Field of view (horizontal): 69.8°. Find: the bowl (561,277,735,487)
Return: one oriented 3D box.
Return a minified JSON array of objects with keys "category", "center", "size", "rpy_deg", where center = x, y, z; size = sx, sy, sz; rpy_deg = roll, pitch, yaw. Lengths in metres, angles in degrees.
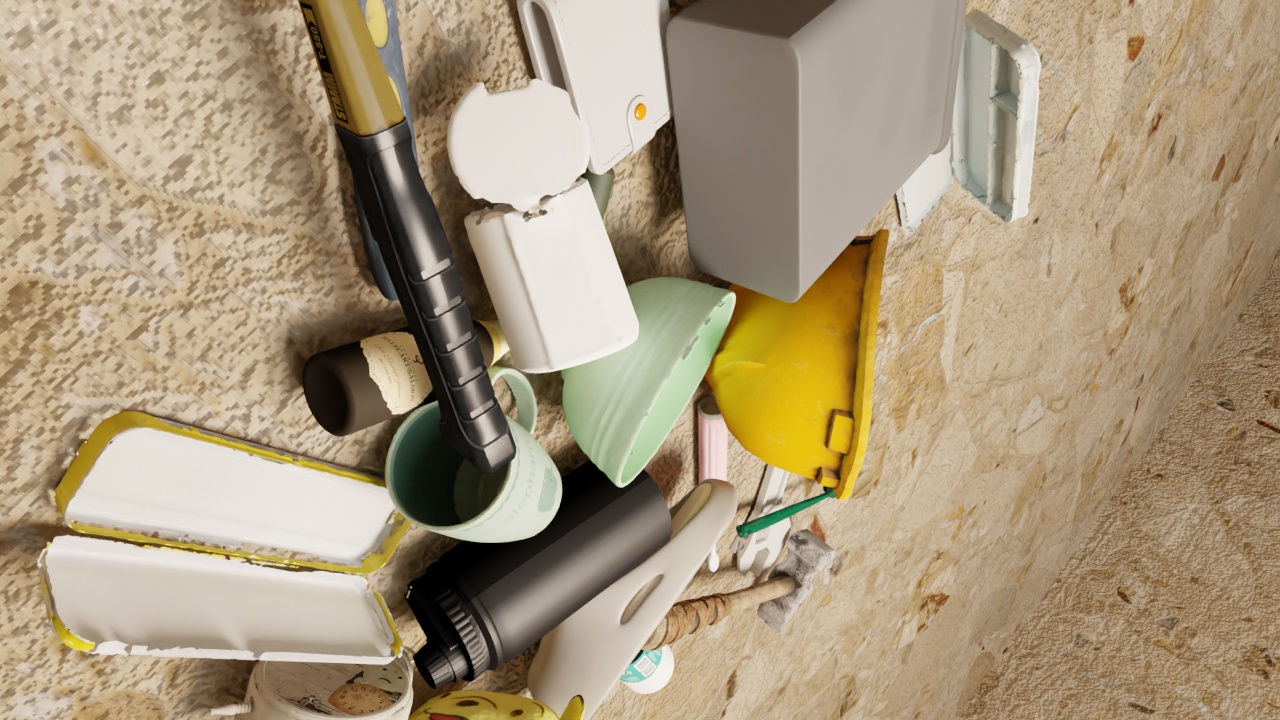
[{"category":"bowl","center":[-0.004,0.004,0.622],"size":[0.150,0.077,0.151],"rpy_deg":[-57,169,-17]}]

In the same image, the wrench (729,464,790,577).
[{"category":"wrench","center":[0.151,0.111,0.956],"size":[0.086,0.018,0.274],"rpy_deg":[-10,122,-46]}]

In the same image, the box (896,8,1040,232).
[{"category":"box","center":[0.274,-0.193,0.835],"size":[0.127,0.106,0.215],"rpy_deg":[-28,140,-1]}]

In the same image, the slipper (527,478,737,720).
[{"category":"slipper","center":[-0.026,0.192,0.759],"size":[0.265,0.080,0.113],"rpy_deg":[-51,-172,-3]}]

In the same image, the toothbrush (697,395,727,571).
[{"category":"toothbrush","center":[0.067,0.123,0.856],"size":[0.027,0.026,0.223],"rpy_deg":[-22,133,-22]}]

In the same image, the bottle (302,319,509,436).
[{"category":"bottle","center":[-0.106,-0.006,0.541],"size":[0.184,0.045,0.045],"rpy_deg":[-24,133,-48]}]

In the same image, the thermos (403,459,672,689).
[{"category":"thermos","center":[-0.078,0.148,0.651],"size":[0.198,0.086,0.086],"rpy_deg":[-30,136,-33]}]

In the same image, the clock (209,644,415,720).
[{"category":"clock","center":[-0.183,0.206,0.574],"size":[0.156,0.103,0.061],"rpy_deg":[-19,127,-75]}]

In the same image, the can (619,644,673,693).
[{"category":"can","center":[-0.005,0.273,0.857],"size":[0.054,0.055,0.102],"rpy_deg":[-48,143,-14]}]

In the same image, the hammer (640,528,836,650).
[{"category":"hammer","center":[0.094,0.239,0.908],"size":[0.318,0.049,0.122],"rpy_deg":[6,116,-56]}]

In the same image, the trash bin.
[{"category":"trash bin","center":[0.124,-0.179,0.612],"size":[0.219,0.098,0.192],"rpy_deg":[-45,143,-32]}]

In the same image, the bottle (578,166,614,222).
[{"category":"bottle","center":[-0.040,-0.071,0.571],"size":[0.025,0.025,0.106],"rpy_deg":[7,99,-52]}]

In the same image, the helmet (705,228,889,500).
[{"category":"helmet","center":[0.119,0.000,0.732],"size":[0.255,0.131,0.205],"rpy_deg":[68,32,-67]}]

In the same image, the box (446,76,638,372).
[{"category":"box","center":[-0.055,-0.073,0.507],"size":[0.083,0.092,0.166],"rpy_deg":[-20,106,-3]}]

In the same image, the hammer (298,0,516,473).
[{"category":"hammer","center":[-0.108,-0.078,0.396],"size":[0.025,0.118,0.333],"rpy_deg":[-34,133,-27]}]

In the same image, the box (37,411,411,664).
[{"category":"box","center":[-0.206,0.104,0.494],"size":[0.210,0.057,0.117],"rpy_deg":[32,54,-55]}]

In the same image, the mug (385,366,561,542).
[{"category":"mug","center":[-0.093,0.060,0.581],"size":[0.104,0.084,0.111],"rpy_deg":[45,53,-64]}]

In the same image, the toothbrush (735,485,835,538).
[{"category":"toothbrush","center":[0.161,0.154,0.969],"size":[0.189,0.017,0.016],"rpy_deg":[-11,121,-46]}]

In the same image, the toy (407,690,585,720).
[{"category":"toy","center":[-0.146,0.287,0.628],"size":[0.213,0.149,0.084],"rpy_deg":[-4,95,-55]}]

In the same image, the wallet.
[{"category":"wallet","center":[-0.010,-0.183,0.530],"size":[0.115,0.037,0.118],"rpy_deg":[-45,142,-27]}]

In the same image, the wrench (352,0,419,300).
[{"category":"wrench","center":[-0.127,-0.148,0.427],"size":[0.073,0.022,0.274],"rpy_deg":[-26,134,-36]}]
